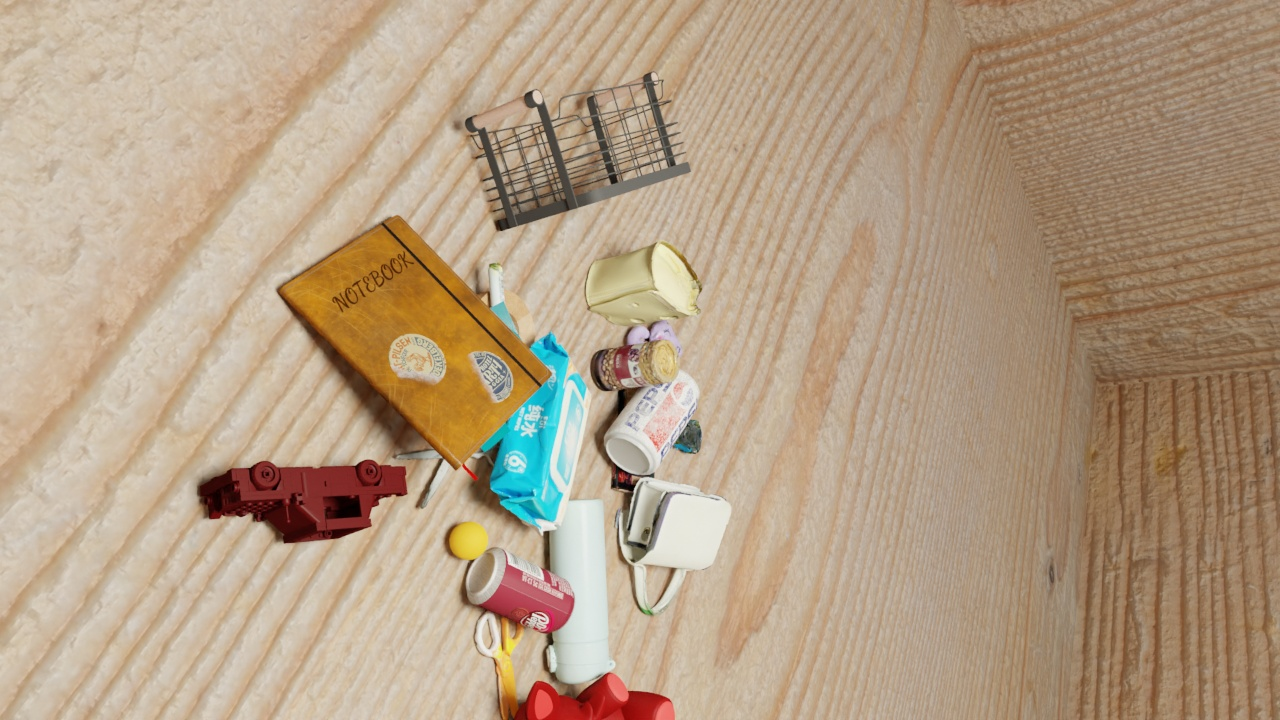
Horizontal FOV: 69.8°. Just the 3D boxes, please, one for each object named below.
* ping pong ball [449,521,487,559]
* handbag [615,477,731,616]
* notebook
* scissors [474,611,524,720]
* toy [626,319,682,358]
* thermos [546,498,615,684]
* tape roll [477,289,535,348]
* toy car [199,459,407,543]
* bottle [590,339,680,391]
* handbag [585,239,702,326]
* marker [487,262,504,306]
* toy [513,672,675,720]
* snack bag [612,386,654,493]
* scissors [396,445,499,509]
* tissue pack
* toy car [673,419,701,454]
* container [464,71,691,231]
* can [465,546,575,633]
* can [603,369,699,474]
[{"bbox_3d":[-0.181,0.190,0.966,0.040,0.040,0.040,13,73,-50],"label":"ping pong ball"},{"bbox_3d":[0.030,0.248,1.213,0.151,0.074,0.176,18,89,-47],"label":"handbag"},{"bbox_3d":[-0.205,-0.022,0.917,0.249,0.014,0.177,46,46,-4],"label":"notebook"},{"bbox_3d":[-0.153,0.333,0.997,0.073,0.013,0.131,7,77,-50],"label":"scissors"},{"bbox_3d":[0.019,-0.020,1.260,0.099,0.037,0.080,-44,113,-44],"label":"toy"},{"bbox_3d":[-0.072,0.266,1.068,0.078,0.065,0.206,0,82,-14],"label":"thermos"},{"bbox_3d":[-0.162,-0.033,1.041,0.093,0.027,0.094,13,73,-50],"label":"tape roll"},{"bbox_3d":[-0.292,0.126,0.814,0.169,0.070,0.061,6,66,-51],"label":"toy car"},{"bbox_3d":[-0.007,0.007,1.165,0.056,0.105,0.056,13,73,-49],"label":"bottle"},{"bbox_3d":[0.008,-0.092,1.193,0.111,0.119,0.081,34,56,-42],"label":"handbag"},{"bbox_3d":[-0.155,-0.035,1.012,0.017,0.017,0.146,1,82,-51],"label":"marker"},{"bbox_3d":[-0.069,0.423,1.004,0.197,0.120,0.158,21,100,-44],"label":"toy"},{"bbox_3d":[-0.004,0.101,1.221,0.074,0.018,0.155,21,66,-46],"label":"snack bag"},{"bbox_3d":[-0.191,0.101,0.992,0.171,0.014,0.141,31,58,-46],"label":"scissors"},{"bbox_3d":[-0.108,0.082,1.036,0.117,0.066,0.208,69,29,-59],"label":"tissue pack"},{"bbox_3d":[0.054,0.100,1.283,0.105,0.032,0.048,30,60,-54],"label":"toy car"},{"bbox_3d":[-0.070,-0.252,1.089,0.240,0.163,0.130,-30,107,-50],"label":"container"},{"bbox_3d":[-0.129,0.250,0.992,0.114,0.063,0.063,35,57,-33],"label":"can"},{"bbox_3d":[0.017,0.076,1.176,0.135,0.078,0.078,-53,123,-38],"label":"can"}]
